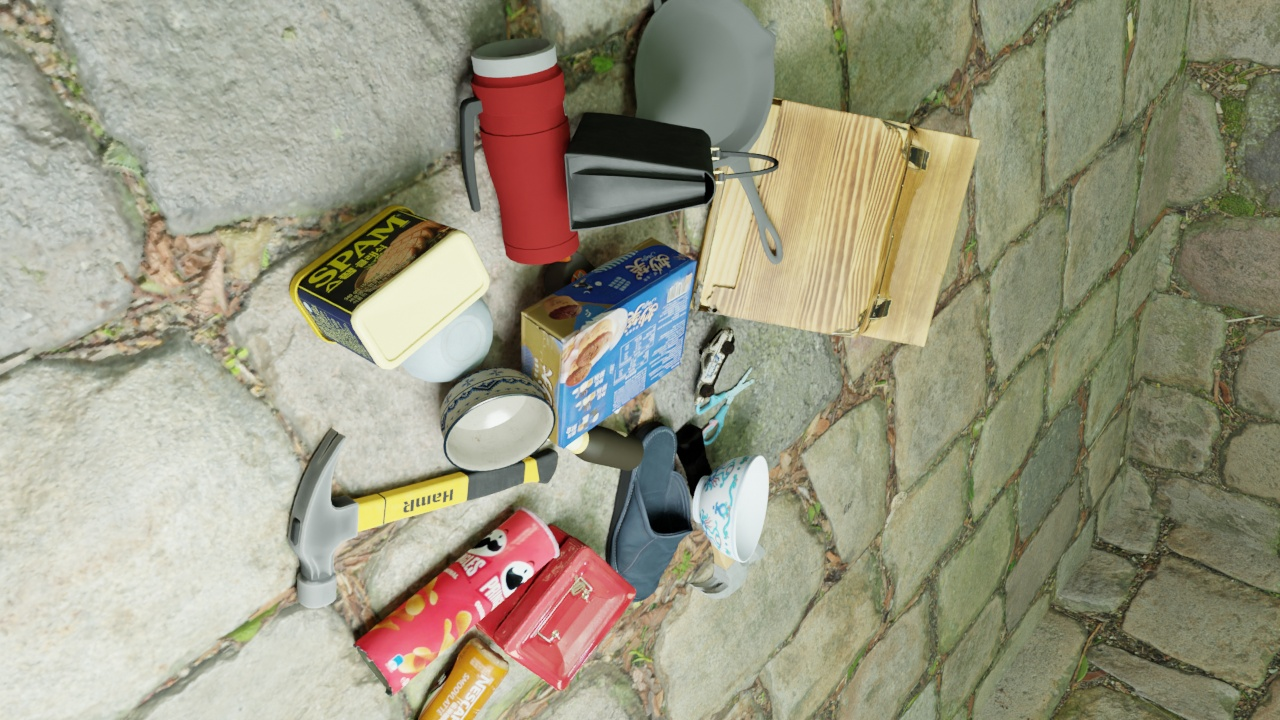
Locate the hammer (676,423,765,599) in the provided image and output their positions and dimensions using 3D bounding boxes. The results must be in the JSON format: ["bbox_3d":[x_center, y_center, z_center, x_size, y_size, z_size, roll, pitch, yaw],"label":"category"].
[{"bbox_3d":[0.103,0.224,1.338,0.130,0.039,0.328,-41,133,-26],"label":"hammer"}]

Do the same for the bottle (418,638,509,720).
[{"bbox_3d":[-0.221,0.401,1.048,0.167,0.059,0.059,-52,138,-12],"label":"bottle"}]

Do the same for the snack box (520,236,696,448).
[{"bbox_3d":[-0.035,-0.022,1.000,0.202,0.069,0.155,-35,147,-36],"label":"snack box"}]

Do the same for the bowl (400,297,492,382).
[{"bbox_3d":[-0.186,-0.024,0.905,0.106,0.039,0.106,-22,123,-40],"label":"bowl"}]

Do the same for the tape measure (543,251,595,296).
[{"bbox_3d":[-0.079,-0.086,0.998,0.058,0.038,0.058,40,63,-49],"label":"tape measure"}]

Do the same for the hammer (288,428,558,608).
[{"bbox_3d":[-0.211,0.135,0.961,0.323,0.034,0.170,-10,113,-47],"label":"hammer"}]

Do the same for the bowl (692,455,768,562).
[{"bbox_3d":[0.117,0.194,1.241,0.143,0.074,0.144,8,90,-66],"label":"bowl"}]

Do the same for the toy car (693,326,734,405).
[{"bbox_3d":[0.092,0.006,1.222,0.048,0.040,0.113,-68,-178,-82],"label":"toy car"}]

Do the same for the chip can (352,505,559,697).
[{"bbox_3d":[-0.197,0.258,0.998,0.232,0.073,0.073,-37,131,-30],"label":"chip can"}]

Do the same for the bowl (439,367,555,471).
[{"bbox_3d":[-0.150,0.053,0.929,0.115,0.059,0.116,-18,141,-15],"label":"bowl"}]

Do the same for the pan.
[{"bbox_3d":[0.095,-0.266,1.062,0.216,0.024,0.355,-37,117,-21],"label":"pan"}]

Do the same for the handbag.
[{"bbox_3d":[0.035,-0.191,0.896,0.175,0.196,0.072,-84,173,-63],"label":"handbag"}]

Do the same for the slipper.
[{"bbox_3d":[0.023,0.216,1.212,0.108,0.083,0.266,-15,119,-46],"label":"slipper"}]

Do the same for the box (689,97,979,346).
[{"bbox_3d":[0.238,-0.192,1.235,0.336,0.286,0.279,11,104,-7],"label":"box"}]

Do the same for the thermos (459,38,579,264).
[{"bbox_3d":[-0.118,-0.194,0.873,0.108,0.084,0.199,-20,125,-21],"label":"thermos"}]

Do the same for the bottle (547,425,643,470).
[{"bbox_3d":[-0.066,0.096,1.082,0.184,0.045,0.045,21,91,-52],"label":"bottle"}]

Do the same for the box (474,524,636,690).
[{"bbox_3d":[-0.105,0.296,1.111,0.157,0.098,0.130,-49,132,-15],"label":"box"}]

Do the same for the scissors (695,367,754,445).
[{"bbox_3d":[0.117,0.048,1.296,0.142,0.015,0.095,-56,139,-22],"label":"scissors"}]

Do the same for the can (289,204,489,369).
[{"bbox_3d":[-0.216,-0.065,0.802,0.135,0.104,0.075,-44,135,-25],"label":"can"}]

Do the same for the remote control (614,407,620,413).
[{"bbox_3d":[-0.007,0.007,1.136,0.124,0.012,0.028,-58,139,-10],"label":"remote control"}]
